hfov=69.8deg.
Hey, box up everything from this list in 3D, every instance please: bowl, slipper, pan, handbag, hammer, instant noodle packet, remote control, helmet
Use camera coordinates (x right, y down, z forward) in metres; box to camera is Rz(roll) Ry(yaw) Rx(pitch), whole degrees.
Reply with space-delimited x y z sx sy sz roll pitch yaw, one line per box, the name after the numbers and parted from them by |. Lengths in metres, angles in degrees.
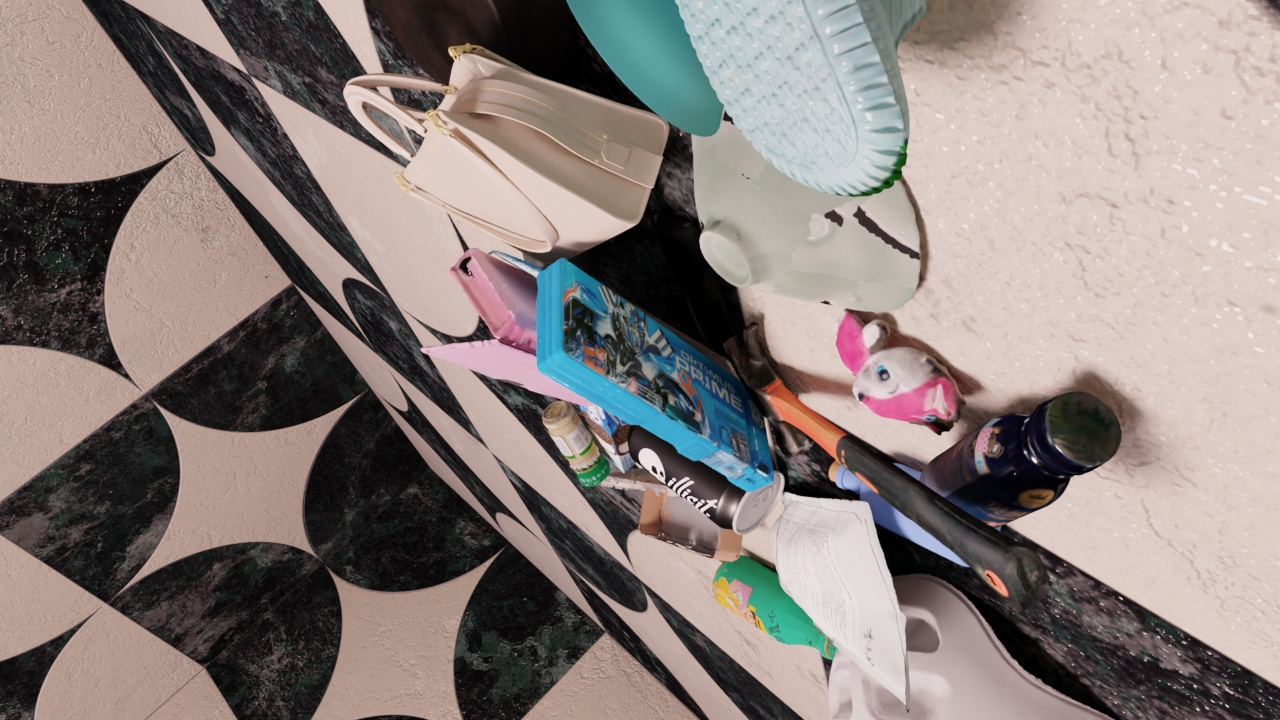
0.073 -0.078 0.536 0.174 0.067 0.174 43 160 19 | bowl
0.045 -0.196 0.369 0.276 0.069 0.116 65 160 -4 | slipper
-0.182 -0.292 0.694 0.356 0.043 0.249 27 153 45 | pan
-0.108 -0.149 0.640 0.197 0.101 0.195 21 169 -20 | handbag
0.017 -0.175 0.456 0.046 0.120 0.121 -34 101 31 | bowl
0.143 0.064 0.594 0.133 0.033 0.333 58 174 -24 | hammer
0.165 0.179 0.764 0.269 0.057 0.147 140 117 -83 | instant noodle packet
0.045 -0.053 0.716 0.045 0.021 0.140 29 155 45 | remote control
0.300 0.322 0.795 0.282 0.183 0.224 26 165 -1 | helmet

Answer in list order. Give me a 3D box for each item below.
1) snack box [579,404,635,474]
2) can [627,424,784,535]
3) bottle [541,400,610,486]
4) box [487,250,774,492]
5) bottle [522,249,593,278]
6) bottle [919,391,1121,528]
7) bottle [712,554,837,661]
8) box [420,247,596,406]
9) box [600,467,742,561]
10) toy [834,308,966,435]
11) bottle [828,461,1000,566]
-0.032 0.047 1.020 0.059 0.059 0.227 39 160 26 | snack box
0.061 0.098 0.889 0.146 0.080 0.080 34 157 33 | can
-0.075 0.096 1.061 0.043 0.042 0.110 22 148 52 | bottle
0.006 -0.006 0.722 0.243 0.064 0.174 33 -162 -39 | box
-0.076 -0.093 0.835 0.060 0.060 0.108 40 160 22 | bottle
0.212 0.061 0.528 0.056 0.056 0.161 44 160 11 | bottle
0.170 0.289 1.049 0.210 0.068 0.068 18 146 55 | bottle
-0.082 -0.003 0.797 0.232 0.099 0.099 22 -153 -56 | box
0.040 0.177 1.069 0.217 0.094 0.107 -5 100 66 | box
0.153 0.013 0.578 0.102 0.050 0.065 46 166 21 | toy
0.191 0.101 0.665 0.131 0.048 0.048 23 149 51 | bottle
